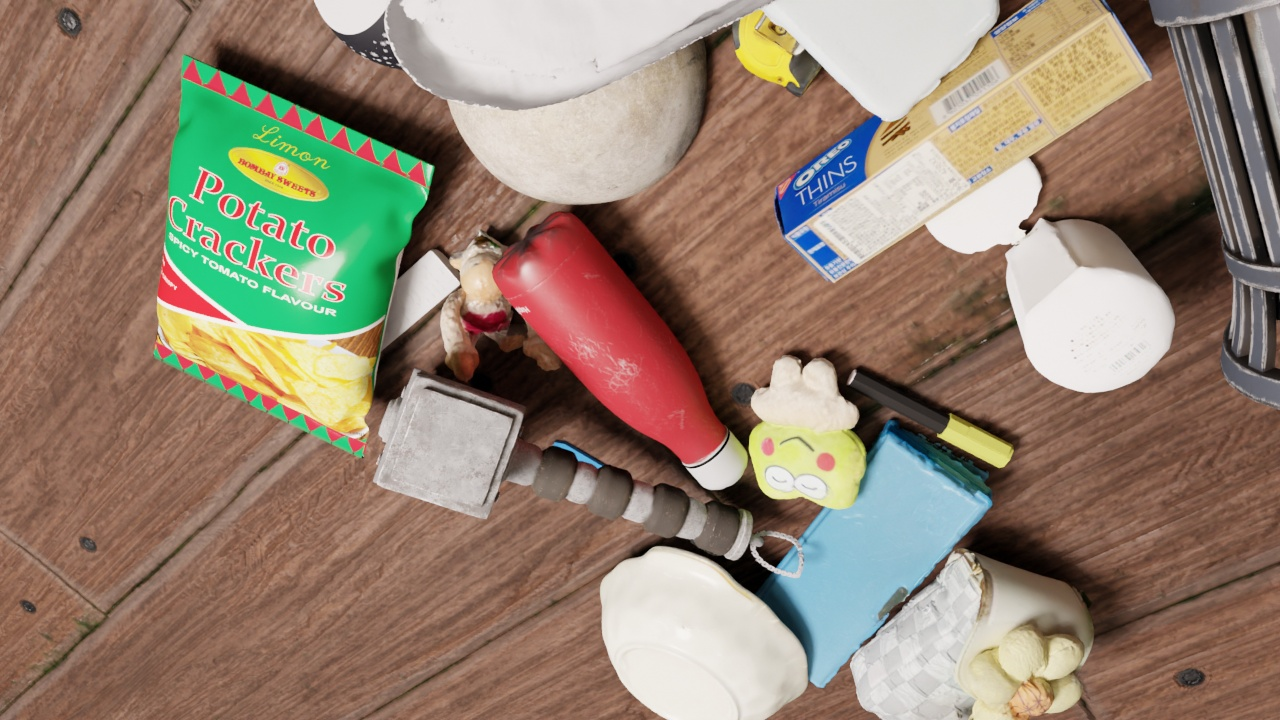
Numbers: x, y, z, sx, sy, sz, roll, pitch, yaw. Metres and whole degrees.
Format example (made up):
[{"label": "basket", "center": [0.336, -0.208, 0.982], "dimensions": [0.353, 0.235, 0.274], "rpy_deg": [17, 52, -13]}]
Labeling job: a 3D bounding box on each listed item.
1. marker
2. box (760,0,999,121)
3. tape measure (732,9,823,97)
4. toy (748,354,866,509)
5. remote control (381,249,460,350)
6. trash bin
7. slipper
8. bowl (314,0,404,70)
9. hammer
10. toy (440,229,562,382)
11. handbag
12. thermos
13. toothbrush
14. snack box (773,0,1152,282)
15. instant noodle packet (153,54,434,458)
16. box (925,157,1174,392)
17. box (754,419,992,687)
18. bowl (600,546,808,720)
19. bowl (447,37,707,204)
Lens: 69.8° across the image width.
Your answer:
[{"label": "marker", "center": [0.205, 0.040, 0.651], "dimensions": [0.124, 0.017, 0.021], "rpy_deg": [27, 166, 1]}, {"label": "box", "center": [0.127, -0.259, 0.480], "dimensions": [0.209, 0.037, 0.189], "rpy_deg": [44, 104, -8]}, {"label": "tape measure", "center": [0.086, -0.198, 0.542], "dimensions": [0.064, 0.037, 0.066], "rpy_deg": [32, 122, -4]}, {"label": "toy", "center": [0.119, 0.052, 0.664], "dimensions": [0.092, 0.046, 0.115], "rpy_deg": [8, 113, 35]}, {"label": "remote control", "center": [-0.191, -0.040, 0.720], "dimensions": [0.131, 0.012, 0.033], "rpy_deg": [-34, 103, 28]}, {"label": "trash bin", "center": [0.352, -0.112, 0.449], "dimensions": [0.165, 0.163, 0.227], "rpy_deg": [-19, 108, 24]}, {"label": "slipper", "center": [-0.020, -0.204, 0.477], "dimensions": [0.247, 0.074, 0.112], "rpy_deg": [-15, 109, 16]}, {"label": "bowl", "center": [-0.156, -0.237, 0.538], "dimensions": [0.120, 0.066, 0.120], "rpy_deg": [3, 96, 38]}, {"label": "hammer", "center": [-0.031, 0.095, 0.682], "dimensions": [0.326, 0.177, 0.079], "rpy_deg": [20, 85, -12]}, {"label": "toy", "center": [-0.105, -0.043, 0.670], "dimensions": [0.085, 0.074, 0.106], "rpy_deg": [-6, 98, -16]}, {"label": "handbag", "center": [0.245, 0.232, 0.687], "dimensions": [0.112, 0.123, 0.172], "rpy_deg": [20, 125, -19]}, {"label": "thermos", "center": [-0.004, 0.004, 0.658], "dimensions": [0.073, 0.073, 0.240], "rpy_deg": [-30, 113, 27]}, {"label": "toothbrush", "center": [-0.001, 0.113, 0.752], "dimensions": [0.166, 0.014, 0.016], "rpy_deg": [31, 122, -2]}, {"label": "snack box", "center": [0.176, -0.129, 0.536], "dimensions": [0.207, 0.057, 0.056], "rpy_deg": [-34, 127, 29]}, {"label": "instant noodle packet", "center": [-0.268, -0.066, 0.680], "dimensions": [0.195, 0.090, 0.253], "rpy_deg": [25, 118, 5]}, {"label": "box", "center": [0.234, -0.057, 0.541], "dimensions": [0.150, 0.106, 0.080], "rpy_deg": [35, 119, -4]}, {"label": "box", "center": [0.171, 0.153, 0.718], "dimensions": [0.093, 0.052, 0.232], "rpy_deg": [36, 122, 13]}, {"label": "bowl", "center": [0.039, 0.249, 0.760], "dimensions": [0.189, 0.060, 0.220], "rpy_deg": [11, 133, 26]}, {"label": "bowl", "center": [-0.051, -0.172, 0.570], "dimensions": [0.178, 0.081, 0.179], "rpy_deg": [6, 119, 10]}]
